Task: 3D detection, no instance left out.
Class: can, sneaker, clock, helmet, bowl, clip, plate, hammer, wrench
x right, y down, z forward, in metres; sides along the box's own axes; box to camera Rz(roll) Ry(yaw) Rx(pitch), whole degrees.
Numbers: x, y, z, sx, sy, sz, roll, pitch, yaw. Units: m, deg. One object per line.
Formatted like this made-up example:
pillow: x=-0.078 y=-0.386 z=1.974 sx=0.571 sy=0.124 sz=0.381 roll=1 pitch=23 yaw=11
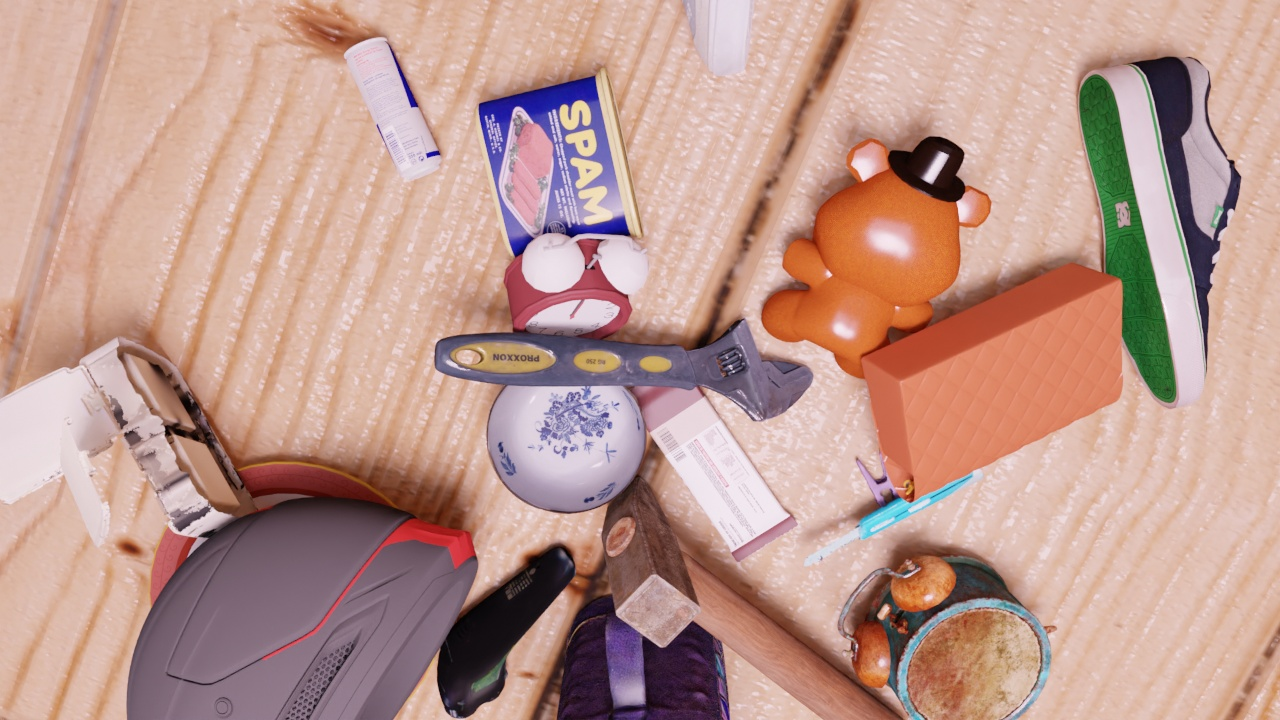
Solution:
can: x=-0.172 y=-0.175 z=0.643 sx=0.032 sy=0.032 sz=0.095 roll=-23 pitch=98 yaw=6
can: x=-0.055 y=-0.132 z=0.635 sx=0.092 sy=0.056 sz=0.116 roll=-12 pitch=99 yaw=5
sneaker: x=0.029 y=-0.305 z=0.591 sx=0.091 sy=0.089 sz=0.242 roll=-2 pitch=94 yaw=7
clock: x=-0.046 y=-0.049 z=0.623 sx=0.087 sy=0.125 sz=0.044 roll=-1 pitch=64 yaw=-27
helmet: x=-0.243 y=0.193 z=0.622 sx=0.170 sy=0.164 sz=0.264 roll=30 pitch=91 yaw=8
bowl: x=-0.053 y=0.051 z=0.672 sx=0.114 sy=0.045 sz=0.114 roll=0 pitch=100 yaw=2
sneaker: x=0.362 y=-0.086 z=0.616 sx=0.079 sy=0.084 sz=0.235 roll=-12 pitch=96 yaw=4
clip: x=0.180 y=0.093 z=0.689 sx=0.035 sy=0.013 sz=0.052 roll=-21 pitch=102 yaw=6
clock: x=0.215 y=0.200 z=0.674 sx=0.157 sy=0.073 sz=0.121 roll=28 pitch=100 yaw=-14
plate: x=-0.266 y=0.188 z=0.717 sx=0.230 sy=0.021 sz=0.230 roll=0 pitch=100 yaw=2
hammer: x=0.093 y=0.206 z=0.668 sx=0.301 sy=0.157 sz=0.037 roll=40 pitch=99 yaw=-18
wrench: x=-0.004 y=0.004 z=0.635 sx=0.273 sy=0.022 sz=0.073 roll=2 pitch=85 yaw=-19

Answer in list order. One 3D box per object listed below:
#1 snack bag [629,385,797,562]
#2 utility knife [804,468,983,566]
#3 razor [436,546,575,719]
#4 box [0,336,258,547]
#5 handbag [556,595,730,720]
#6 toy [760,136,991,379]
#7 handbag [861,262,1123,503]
snack bag: x=0.052 y=0.075 z=0.689 sx=0.057 sy=0.013 sz=0.158 roll=-34 pitch=97 yaw=10
utility knife: x=0.186 y=0.115 z=0.678 sx=0.151 sy=0.015 sz=0.022 roll=-29 pitch=125 yaw=-3
razor: x=-0.101 y=0.207 z=0.706 sx=0.151 sy=0.054 sz=0.067 roll=-47 pitch=123 yaw=1
box: x=-0.356 y=0.066 z=0.592 sx=0.106 sy=0.193 sz=0.143 roll=-33 pitch=80 yaw=-9
handbag: x=0.005 y=0.275 z=0.634 sx=0.125 sy=0.204 sz=0.222 roll=-8 pitch=106 yaw=3
toy: x=0.160 y=-0.068 z=0.621 sx=0.112 sy=0.096 sz=0.176 roll=28 pitch=128 yaw=-3
handbag: x=0.243 y=0.016 z=0.633 sx=0.171 sy=0.060 sz=0.109 roll=-23 pitch=116 yaw=-10
